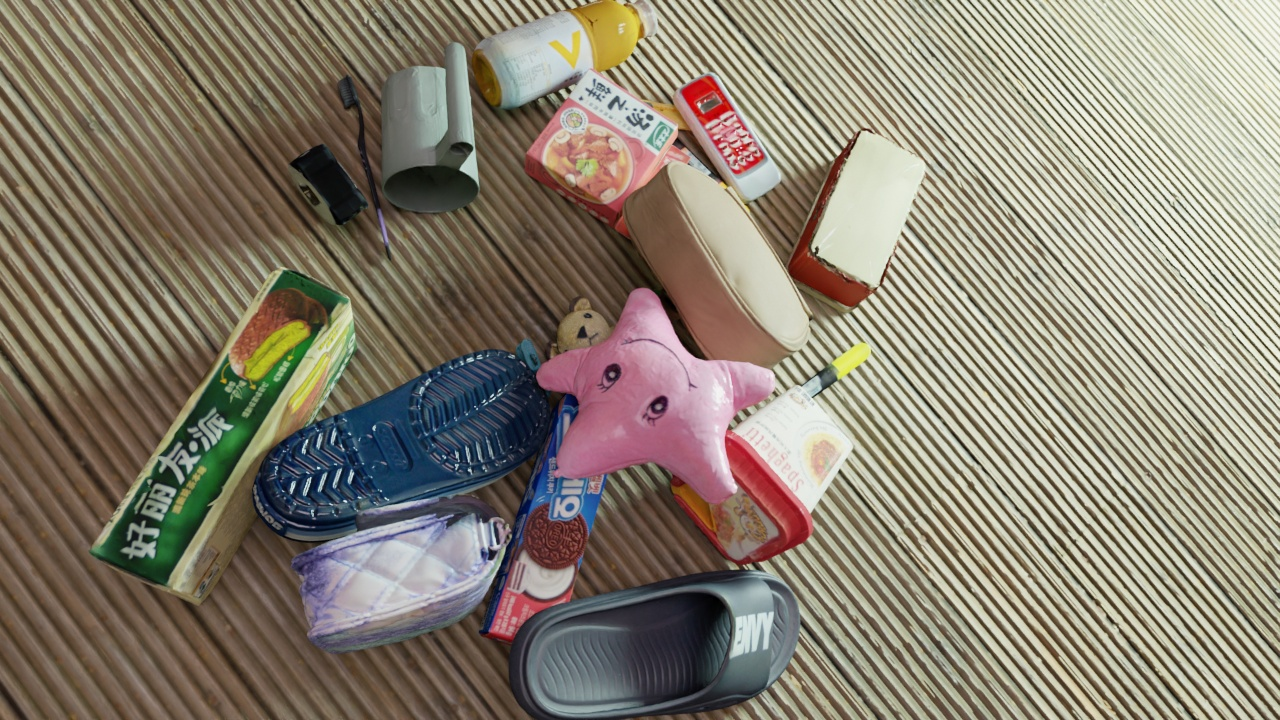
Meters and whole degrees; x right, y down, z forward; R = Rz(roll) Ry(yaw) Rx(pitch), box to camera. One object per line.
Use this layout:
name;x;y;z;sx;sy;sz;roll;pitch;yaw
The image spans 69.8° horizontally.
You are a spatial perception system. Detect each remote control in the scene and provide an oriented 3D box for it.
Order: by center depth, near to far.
remote control;0.088;-0.225;0.926;0.055;0.020;0.136;-33;90;-22

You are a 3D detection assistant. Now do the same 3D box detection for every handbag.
handbag;-0.167;0.152;0.647;0.134;0.194;0.075;-12;73;-19
handbag;0.069;-0.078;0.833;0.147;0.100;0.204;-13;71;-57

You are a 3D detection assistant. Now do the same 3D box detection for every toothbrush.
toothbrush;-0.249;-0.176;0.831;0.016;0.014;0.189;-14;77;-11

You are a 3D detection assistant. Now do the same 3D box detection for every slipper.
slipper;0.033;0.227;0.713;0.267;0.083;0.110;1;79;-31
slipper;-0.177;0.076;0.718;0.252;0.095;0.105;-25;74;-42

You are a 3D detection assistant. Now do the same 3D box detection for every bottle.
bottle;-0.069;-0.304;0.892;0.189;0.068;0.068;-29;82;-22

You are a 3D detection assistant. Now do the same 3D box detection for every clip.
clip;-0.094;0.009;0.808;0.013;0.038;0.055;-21;88;-20

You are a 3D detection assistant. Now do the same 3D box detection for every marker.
marker;0.174;0.020;0.881;0.124;0.015;0.018;-34;83;-19
marker;0.063;-0.185;0.919;0.018;0.015;0.124;-41;84;-20

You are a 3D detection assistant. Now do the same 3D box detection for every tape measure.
tape measure;-0.270;-0.149;0.788;0.033;0.066;0.066;-41;113;-20

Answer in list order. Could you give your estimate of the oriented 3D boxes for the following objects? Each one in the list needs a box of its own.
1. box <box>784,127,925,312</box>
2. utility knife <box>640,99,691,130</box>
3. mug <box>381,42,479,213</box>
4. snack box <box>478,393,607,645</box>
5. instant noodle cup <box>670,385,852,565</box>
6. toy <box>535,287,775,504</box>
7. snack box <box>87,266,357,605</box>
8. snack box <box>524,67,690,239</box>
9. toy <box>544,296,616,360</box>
box;0.219;-0.143;0.911;0.091;0.079;0.168;28;68;-4
utility knife;0.026;-0.250;0.932;0.151;0.018;0.031;6;77;-18
mug;-0.178;-0.202;0.801;0.083;0.124;0.103;6;67;-33
snack box;-0.072;0.131;0.755;0.058;0.057;0.207;21;68;-11
instant noodle cup;0.109;0.094;0.793;0.116;0.117;0.124;49;55;4
toy;0.006;0.040;0.722;0.178;0.075;0.194;-42;62;-17
snack box;-0.298;0.057;0.686;0.063;0.115;0.239;26;68;-5
snack box;-0.027;-0.196;0.874;0.127;0.044;0.113;32;73;-1
toy;-0.005;0.005;0.809;0.157;0.066;0.105;27;84;3
